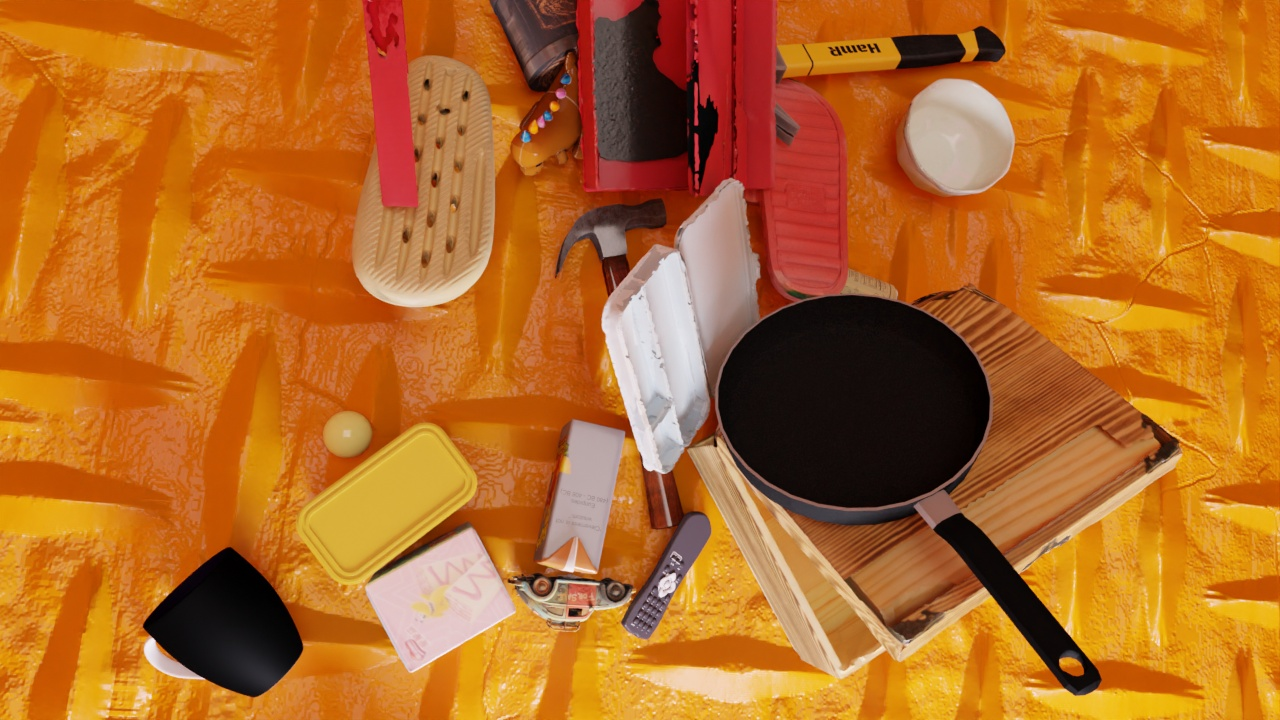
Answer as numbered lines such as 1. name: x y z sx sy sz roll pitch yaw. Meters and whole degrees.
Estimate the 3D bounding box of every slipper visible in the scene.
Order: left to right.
1. slipper: -0.183 -0.149 0.802 0.111 0.079 0.261 10 63 -16
2. slipper: 0.145 -0.160 0.878 0.103 0.059 0.248 2 68 -13

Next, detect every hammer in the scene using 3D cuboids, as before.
1. hammer: -0.005 0.005 0.843 0.111 0.028 0.300 -11 86 -14
2. hammer: 0.226 -0.300 0.912 0.324 0.034 0.169 -11 66 -19

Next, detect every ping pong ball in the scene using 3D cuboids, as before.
1. ping pong ball: -0.248 0.063 0.777 0.040 0.040 0.040 1 83 -12

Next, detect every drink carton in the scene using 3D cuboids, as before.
1. drink carton: -0.054 0.120 0.795 0.048 0.076 0.124 14 76 -10

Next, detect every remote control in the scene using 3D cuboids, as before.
1. remote control: 0.027 0.191 0.822 0.124 0.009 0.046 -57 136 -13

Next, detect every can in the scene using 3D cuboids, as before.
1. can: -0.203 0.114 0.749 0.130 0.101 0.072 -37 92 -14
2. can: 0.206 -0.068 0.890 0.079 0.038 0.038 19 79 -9

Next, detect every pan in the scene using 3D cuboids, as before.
1. pan: 0.192 0.085 0.660 0.204 0.044 0.355 -25 51 -9

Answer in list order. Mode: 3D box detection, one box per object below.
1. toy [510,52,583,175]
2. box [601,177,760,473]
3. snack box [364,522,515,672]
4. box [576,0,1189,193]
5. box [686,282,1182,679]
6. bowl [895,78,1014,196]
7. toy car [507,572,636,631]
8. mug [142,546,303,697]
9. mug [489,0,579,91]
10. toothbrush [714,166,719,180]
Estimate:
1. toy: -0.081 -0.218 0.815 0.070 0.103 0.090 27 49 10
2. box: 0.042 -0.026 0.772 0.038 0.209 0.189 20 57 29
3. snack box: -0.163 0.190 0.752 0.094 0.093 0.079 -27 89 -14
4. box: 0.174 -0.247 0.760 0.468 0.138 0.215 0 102 4
5. box: 0.226 0.083 0.767 0.279 0.264 0.269 -29 88 -12
6. bowl: 0.305 -0.215 0.918 0.117 0.061 0.117 1 83 -12
7. toy car: -0.061 0.210 0.795 0.112 0.047 0.047 6 81 -10
8. mug: -0.334 0.221 0.727 0.119 0.084 0.100 -35 105 16
9. mug: -0.077 -0.320 0.850 0.115 0.080 0.107 -24 87 -42
10. toothbrush: -0.010 -0.210 0.875 0.184 0.016 0.015 20 86 -7
